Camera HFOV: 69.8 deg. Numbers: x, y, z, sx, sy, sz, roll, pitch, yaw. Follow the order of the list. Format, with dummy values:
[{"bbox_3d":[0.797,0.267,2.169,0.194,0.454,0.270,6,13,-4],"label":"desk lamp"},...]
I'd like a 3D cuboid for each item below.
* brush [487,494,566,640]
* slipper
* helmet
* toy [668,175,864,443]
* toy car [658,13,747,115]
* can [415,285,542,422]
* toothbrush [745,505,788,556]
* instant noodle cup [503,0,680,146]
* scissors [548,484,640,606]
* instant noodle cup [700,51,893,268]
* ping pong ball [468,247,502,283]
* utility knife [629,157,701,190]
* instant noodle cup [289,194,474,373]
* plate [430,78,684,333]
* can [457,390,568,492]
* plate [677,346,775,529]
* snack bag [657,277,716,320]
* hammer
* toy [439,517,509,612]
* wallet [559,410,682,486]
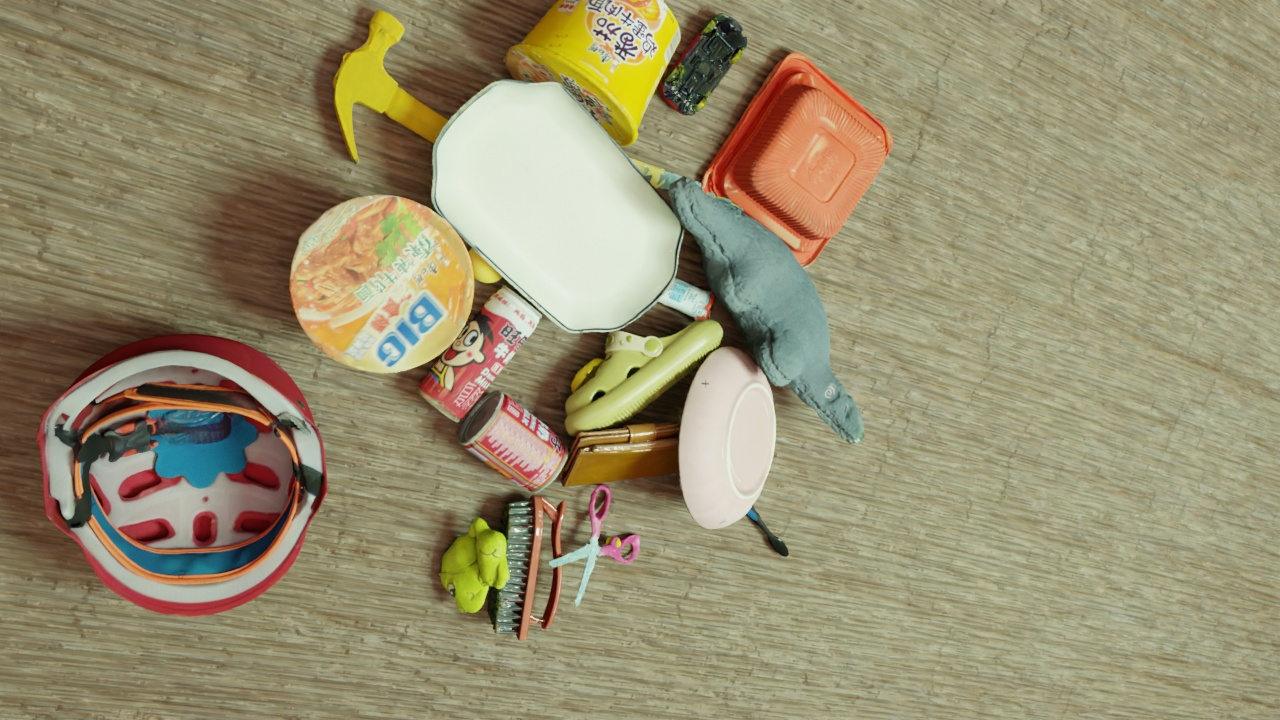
[{"bbox_3d":[-0.114,0.210,0.952,0.069,0.063,0.146,6,98,-19],"label":"brush"},{"bbox_3d":[-0.006,0.005,0.945,0.190,0.092,0.081,-35,76,-3],"label":"slipper"},{"bbox_3d":[-0.379,0.082,0.783,0.206,0.144,0.240,-4,117,-20],"label":"helmet"},{"bbox_3d":[0.132,-0.059,0.943,0.091,0.137,0.356,-29,116,19],"label":"toy"},{"bbox_3d":[0.063,-0.297,0.920,0.049,0.031,0.106,38,88,-24],"label":"toy car"},{"bbox_3d":[-0.156,-0.007,0.891,0.053,0.053,0.132,40,86,-23],"label":"can"},{"bbox_3d":[0.116,0.162,1.057,0.014,0.016,0.189,-39,110,1],"label":"toothbrush"},{"bbox_3d":[-0.037,-0.281,0.837,0.138,0.138,0.109,34,81,-24],"label":"instant noodle cup"},{"bbox_3d":[-0.048,0.192,0.975,0.133,0.017,0.130,-7,93,-47],"label":"scissors"},{"bbox_3d":[0.172,-0.203,0.958,0.164,0.079,0.189,32,95,-20],"label":"instant noodle cup"},{"bbox_3d":[-0.147,-0.095,0.882,0.040,0.040,0.040,-5,103,-20],"label":"ping pong ball"},{"bbox_3d":[-0.026,-0.197,0.919,0.190,0.020,0.031,10,126,-26],"label":"utility knife"},{"bbox_3d":[-0.233,-0.074,0.815,0.151,0.111,0.151,-5,103,-20],"label":"instant noodle cup"},{"bbox_3d":[-0.076,-0.141,0.861,0.162,0.034,0.265,-44,119,6],"label":"plate"},{"bbox_3d":[-0.126,0.082,0.916,0.094,0.066,0.066,41,86,-23],"label":"can"},{"bbox_3d":[0.100,0.082,0.956,0.192,0.039,0.192,-12,104,-58],"label":"plate"},{"bbox_3d":[0.038,-0.070,0.965,0.104,0.026,0.048,18,89,-23],"label":"snack bag"},{"bbox_3d":[-0.147,-0.189,0.865,0.300,0.033,0.129,29,91,-24],"label":"hammer"},{"bbox_3d":[-0.167,0.206,0.924,0.031,0.100,0.096,-5,86,-51],"label":"toy"},{"bbox_3d":[-0.009,0.095,0.946,0.130,0.119,0.035,-4,59,-20],"label":"wallet"}]
